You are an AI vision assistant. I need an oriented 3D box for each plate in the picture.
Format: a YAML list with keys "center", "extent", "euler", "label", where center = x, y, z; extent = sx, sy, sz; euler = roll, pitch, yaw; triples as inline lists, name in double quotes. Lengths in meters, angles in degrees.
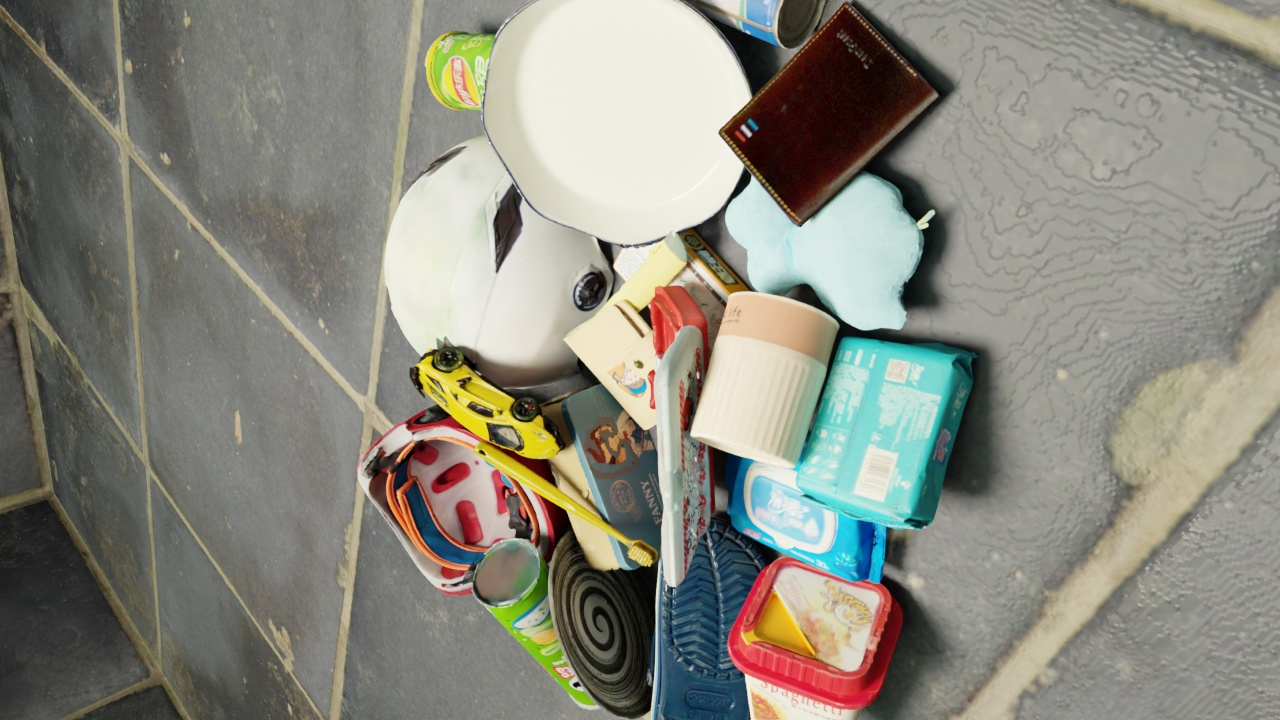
- center: [-0.016, -0.185, 0.690]
  extent: [0.205, 0.045, 0.205]
  euler: [6, 130, 8]
  label: "plate"
- center: [-0.036, 0.245, 0.857]
  extent: [0.024, 0.179, 0.179]
  euler: [-26, 86, 24]
  label: "plate"

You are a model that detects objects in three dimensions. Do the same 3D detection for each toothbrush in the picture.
- center: [-0.068, 0.126, 0.809]
  extent: [0.190, 0.016, 0.016]
  euler: [31, 104, 10]
  label: "toothbrush"

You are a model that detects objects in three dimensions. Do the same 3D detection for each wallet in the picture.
- center: [-0.005, 0.005, 0.811]
  extent: [0.087, 0.024, 0.115]
  euler: [-31, 103, 40]
  label: "wallet"
- center: [0.123, -0.164, 0.614]
  extent: [0.122, 0.020, 0.096]
  euler: [-43, 68, 22]
  label: "wallet"

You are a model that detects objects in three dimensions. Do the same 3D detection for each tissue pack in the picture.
- center: [0.126, 0.108, 0.725]
  extent: [0.157, 0.052, 0.095]
  euler: [20, 119, 39]
  label: "tissue pack"
- center: [0.169, 0.046, 0.632]
  extent: [0.093, 0.050, 0.133]
  euler: [14, 84, 42]
  label: "tissue pack"

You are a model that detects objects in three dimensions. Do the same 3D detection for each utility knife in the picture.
- center: [-0.005, -0.059, 0.774]
  extent: [0.031, 0.018, 0.168]
  euler: [46, 139, -2]
  label: "utility knife"

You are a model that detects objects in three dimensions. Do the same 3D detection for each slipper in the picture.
- center: [0.061, 0.257, 0.828]
  extent: [0.095, 0.105, 0.253]
  euler: [-123, 37, -81]
  label: "slipper"

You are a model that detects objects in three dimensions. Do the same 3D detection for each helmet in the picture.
- center: [-0.155, -0.088, 0.865]
  extent: [0.229, 0.145, 0.259]
  euler: [37, 129, 29]
  label: "helmet"
- center: [-0.157, 0.123, 0.952]
  extent: [0.241, 0.143, 0.207]
  euler: [-19, 110, 36]
  label: "helmet"

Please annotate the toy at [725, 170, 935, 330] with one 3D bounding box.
- center: [0.131, -0.086, 0.646]
  extent: [0.157, 0.049, 0.161]
  euler: [-30, 75, 48]
  label: "toy"

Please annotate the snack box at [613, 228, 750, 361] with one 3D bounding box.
- center: [0.043, -0.056, 0.764]
  extent: [0.153, 0.026, 0.075]
  euler: [50, 135, 20]
  label: "snack box"

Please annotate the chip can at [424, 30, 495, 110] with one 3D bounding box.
- center: [-0.095, -0.247, 0.794]
  extent: [0.221, 0.072, 0.073]
  euler: [18, 118, 41]
  label: "chip can"

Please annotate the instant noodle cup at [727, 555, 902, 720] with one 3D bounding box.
- center: [0.136, 0.239, 0.722]
  extent: [0.116, 0.116, 0.124]
  euler: [13, 128, 23]
  label: "instant noodle cup"

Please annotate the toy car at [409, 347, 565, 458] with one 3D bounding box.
- center: [-0.136, 0.042, 0.814]
  extent: [0.156, 0.041, 0.071]
  euler: [30, 152, 13]
  label: "toy car"

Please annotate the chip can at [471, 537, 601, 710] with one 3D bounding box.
- center: [-0.084, 0.264, 0.906]
  extent: [0.072, 0.072, 0.236]
  euler: [22, 151, 38]
  label: "chip can"

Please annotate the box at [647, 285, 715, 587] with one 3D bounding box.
- center: [0.033, 0.056, 0.720]
  extent: [0.059, 0.160, 0.201]
  euler: [-3, 120, 2]
  label: "box"

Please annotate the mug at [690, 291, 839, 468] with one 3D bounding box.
- center: [0.091, 0.018, 0.666]
  extent: [0.082, 0.114, 0.105]
  euler: [15, 81, 17]
  label: "mug"

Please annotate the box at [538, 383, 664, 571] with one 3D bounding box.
- center: [-0.028, 0.112, 0.858]
  extent: [0.062, 0.089, 0.184]
  euler: [-22, 91, 46]
  label: "box"

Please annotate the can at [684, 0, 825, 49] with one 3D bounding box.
- center: [0.061, -0.266, 0.642]
  extent: [0.134, 0.053, 0.053]
  euler: [36, 128, 31]
  label: "can"
